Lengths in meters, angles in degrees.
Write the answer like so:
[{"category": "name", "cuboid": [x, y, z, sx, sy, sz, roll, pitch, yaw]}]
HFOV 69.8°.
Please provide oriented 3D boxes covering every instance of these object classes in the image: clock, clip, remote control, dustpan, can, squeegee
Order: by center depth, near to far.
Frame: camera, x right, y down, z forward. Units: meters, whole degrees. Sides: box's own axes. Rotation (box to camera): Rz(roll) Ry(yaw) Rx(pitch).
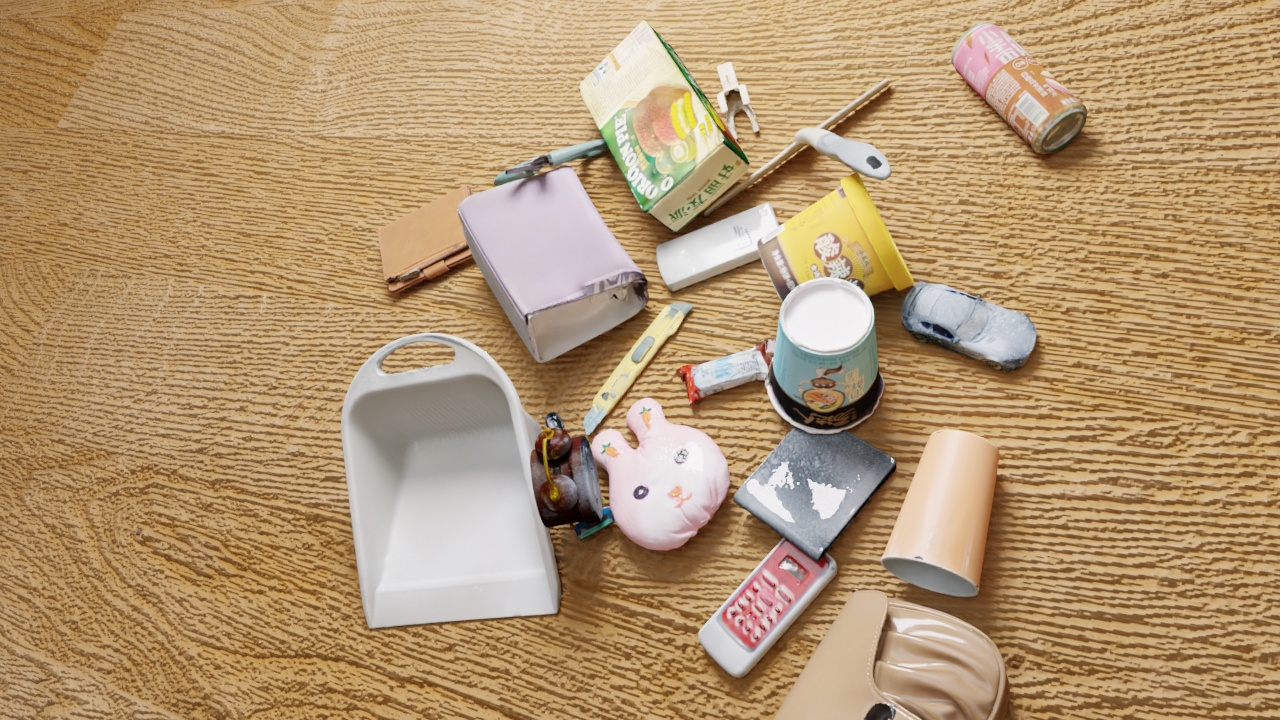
[{"category": "remote control", "cuboid": [0.111, 0.213, 0.807, 0.136, 0.020, 0.056, -46, 59, -4]}, {"category": "clock", "cuboid": [-0.071, 0.109, 0.848, 0.055, 0.122, 0.082, -11, 63, 3]}, {"category": "squeegee", "cuboid": [0.180, -0.205, 0.885, 0.246, 0.039, 0.246, -35, 20, 4]}, {"category": "can", "cuboid": [0.373, -0.271, 0.910, 0.058, 0.058, 0.147, -31, 58, 6]}, {"category": "dustpan", "cuboid": [-0.204, 0.116, 0.914, 0.223, 0.142, 0.257, -10, 61, 18]}, {"category": "remote control", "cuboid": [0.083, -0.120, 0.979, 0.135, 0.019, 0.056, -21, 60, 12]}, {"category": "clip", "cuboid": [0.103, -0.304, 1.032, 0.035, 0.089, 0.104, -17, 72, 14]}]

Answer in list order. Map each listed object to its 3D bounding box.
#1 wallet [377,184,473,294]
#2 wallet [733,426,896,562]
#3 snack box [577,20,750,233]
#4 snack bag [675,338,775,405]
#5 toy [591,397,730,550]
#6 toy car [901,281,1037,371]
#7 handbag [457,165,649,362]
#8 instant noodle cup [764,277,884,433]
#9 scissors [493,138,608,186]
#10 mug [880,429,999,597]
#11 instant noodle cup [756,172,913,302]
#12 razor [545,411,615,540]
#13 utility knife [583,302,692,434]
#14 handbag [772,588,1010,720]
[{"category": "wallet", "cuboid": [-0.257, -0.148, 1.126, 0.132, 0.031, 0.107, -25, 56, 10]}, {"category": "wallet", "cuboid": [0.158, 0.110, 0.829, 0.097, 0.019, 0.120, 34, 69, 30]}, {"category": "snack box", "cuboid": [0.021, -0.264, 1.023, 0.115, 0.063, 0.240, -40, 52, 19]}, {"category": "snack bag", "cuboid": [0.087, 0.011, 0.909, 0.105, 0.026, 0.045, -18, 61, 13]}, {"category": "toy", "cuboid": [0.013, 0.106, 0.883, 0.121, 0.054, 0.159, -43, 50, -2]}, {"category": "toy car", "cuboid": [0.299, -0.033, 0.840, 0.121, 0.037, 0.054, 26, 77, 27]}, {"category": "handbag", "cuboid": [-0.095, -0.110, 1.001, 0.145, 0.098, 0.197, -27, 56, -10]}, {"category": "instant noodle cup", "cuboid": [0.164, -0.009, 0.822, 0.111, 0.120, 0.111, -5, 59, 8]}, {"category": "scissors", "cuboid": [-0.097, -0.231, 1.053, 0.176, 0.174, 0.019, -20, 98, -9]}, {"category": "mug", "cuboid": [0.255, 0.124, 0.762, 0.078, 0.078, 0.122, 12, 66, 27]}, {"category": "instant noodle cup", "cuboid": [0.182, -0.101, 0.877, 0.115, 0.118, 0.118, -26, 58, 17]}, {"category": "razor", "cuboid": [-0.066, 0.112, 0.926, 0.043, 0.022, 0.142, -30, 60, 6]}, {"category": "utility knife", "cuboid": [-0.006, 0.006, 0.961, 0.031, 0.019, 0.175, 32, 85, 37]}, {"category": "handbag", "cuboid": [0.182, 0.278, 0.699, 0.148, 0.100, 0.204, 27, 75, 34]}]
